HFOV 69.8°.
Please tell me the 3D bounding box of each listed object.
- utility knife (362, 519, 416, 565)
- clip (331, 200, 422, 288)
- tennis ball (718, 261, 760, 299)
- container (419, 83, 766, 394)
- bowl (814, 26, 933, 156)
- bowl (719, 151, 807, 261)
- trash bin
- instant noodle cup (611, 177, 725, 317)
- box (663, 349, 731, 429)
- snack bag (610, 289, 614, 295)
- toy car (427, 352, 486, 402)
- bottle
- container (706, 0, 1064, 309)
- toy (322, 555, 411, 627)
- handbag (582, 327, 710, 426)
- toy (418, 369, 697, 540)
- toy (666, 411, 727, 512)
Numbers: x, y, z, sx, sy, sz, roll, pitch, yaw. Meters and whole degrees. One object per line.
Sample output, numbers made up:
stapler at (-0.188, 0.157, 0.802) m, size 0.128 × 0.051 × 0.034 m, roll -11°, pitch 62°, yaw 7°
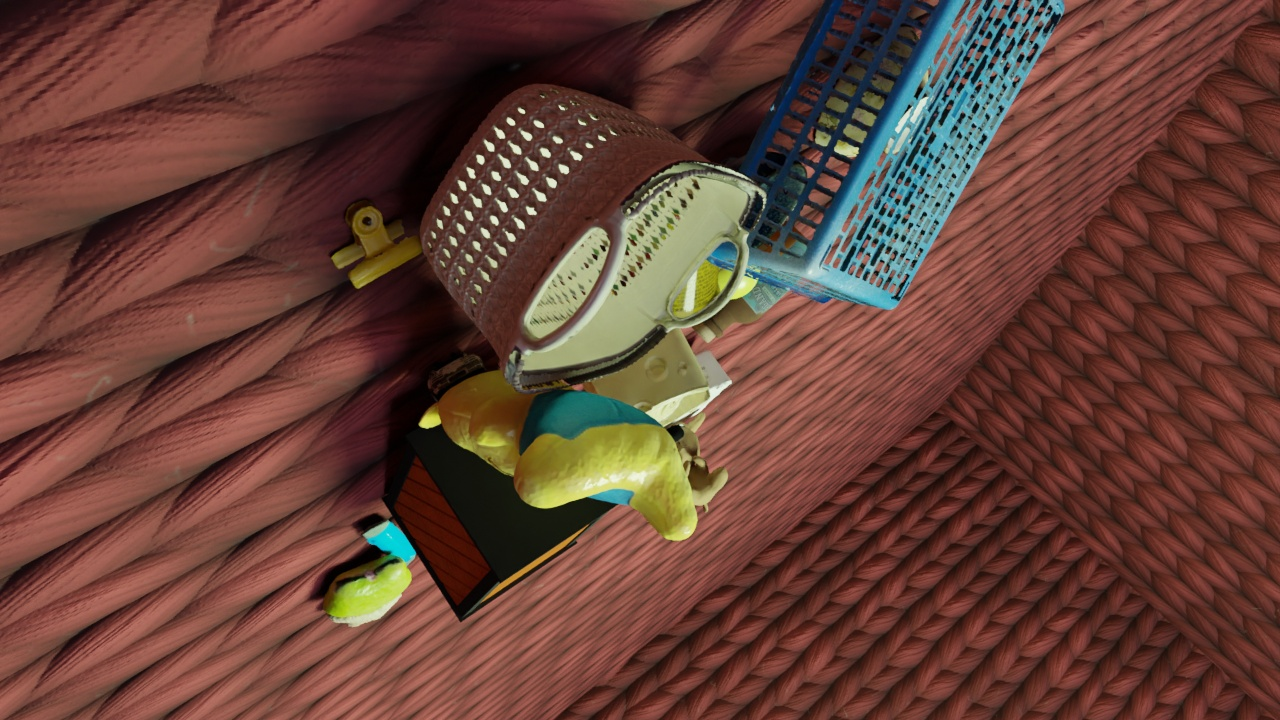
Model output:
utility knife at (-0.257, 0.193, 0.957) m, size 0.031 × 0.015 × 0.175 m, roll -34°, pitch 159°, yaw -16°
clip at (-0.171, -0.077, 0.583) m, size 0.054 × 0.046 × 0.048 m, roll -34°, pitch -167°, yaw -21°
tennis ball at (0.092, -0.096, 0.953) m, size 0.065 × 0.065 × 0.065 m, roll -36°, pitch 158°, yaw -17°
container at (-0.028, -0.083, 0.625) m, size 0.185 × 0.143 × 0.251 m, roll -52°, pitch 165°, yaw 19°
bowl at (0.250, -0.256, 0.932) m, size 0.145 × 0.063 × 0.145 m, roll -36°, pitch 156°, yaw -19°
bowl at (0.094, -0.154, 0.855) m, size 0.114 × 0.061 × 0.114 m, roll -38°, pitch 160°, yaw -16°
trash bin at (-0.126, 0.122, 0.828) m, size 0.139 × 0.139 × 0.172 m, roll -30°, pitch 169°, yaw -31°
instant noodle cup at (0.027, -0.107, 0.794) m, size 0.100 × 0.100 × 0.113 m, roll -30°, pitch 146°, yaw -31°
box at (0.034, 0.027, 1.133) m, size 0.107 × 0.095 × 0.103 m, roll -21°, pitch 164°, yaw -37°
snack bag at (-0.002, -0.077, 0.885) m, size 0.026 × 0.020 × 0.099 m, roll -49°, pitch 160°, yaw 29°
toy car at (-0.155, 0.017, 0.771) m, size 0.048 × 0.040 × 0.113 m, roll -30°, pitch 174°, yaw -13°
bottle at (0.122, -0.083, 1.032) m, size 0.157 × 0.068 × 0.068 m, roll -43°, pitch 159°, yaw 1°
container at (0.225, -0.209, 0.786) m, size 0.256 × 0.089 × 0.363 m, roll 9°, pitch 112°, yaw -54°
toy at (-0.287, 0.246, 0.963) m, size 0.092 × 0.043 × 0.118 m, roll -20°, pitch 152°, yaw -29°
handbag at (-0.005, 0.005, 0.887) m, size 0.111 × 0.119 × 0.081 m, roll -27°, pitch 158°, yaw -1°
toy at (-0.062, 0.055, 0.673) m, size 0.148 × 0.214 × 0.084 m, roll 21°, pitch 89°, yaw -33°
toy at (0.051, 0.125, 1.110) m, size 0.134 × 0.108 × 0.106 m, roll -29°, pitch 150°, yaw -15°
